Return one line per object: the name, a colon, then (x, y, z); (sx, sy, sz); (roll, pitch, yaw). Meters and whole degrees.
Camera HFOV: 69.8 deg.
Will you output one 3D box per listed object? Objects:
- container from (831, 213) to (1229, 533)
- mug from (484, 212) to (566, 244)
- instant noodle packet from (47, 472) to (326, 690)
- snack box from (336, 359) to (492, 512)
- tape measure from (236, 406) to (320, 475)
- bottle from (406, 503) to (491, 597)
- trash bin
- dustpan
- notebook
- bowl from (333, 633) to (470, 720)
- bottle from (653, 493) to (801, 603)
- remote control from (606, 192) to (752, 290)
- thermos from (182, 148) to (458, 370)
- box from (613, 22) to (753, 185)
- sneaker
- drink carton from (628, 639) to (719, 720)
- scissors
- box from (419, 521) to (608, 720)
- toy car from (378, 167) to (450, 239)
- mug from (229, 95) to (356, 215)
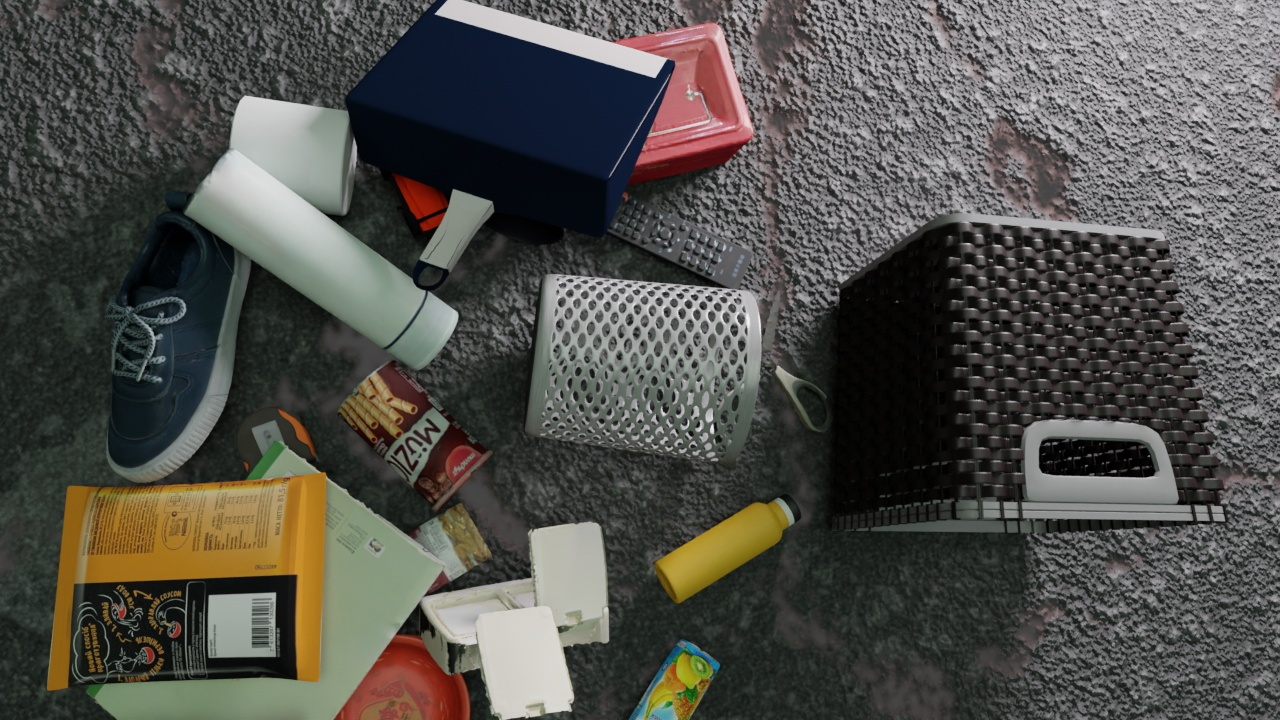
container: (0.325, 0.028, 0.831); (0.247, 0.246, 0.243); (3, 77, -12)
mug: (-0.114, -0.176, 0.851); (0.119, 0.085, 0.100); (15, 70, -4)
instant noodle packet: (-0.361, 0.175, 0.733); (0.221, 0.032, 0.159); (-3, 77, 4)
snack box: (-0.196, 0.065, 0.799); (0.121, 0.072, 0.072); (45, 75, -2)
tape measure: (-0.315, 0.069, 0.790); (0.058, 0.038, 0.059); (-19, 85, -14)
bottle: (-0.187, 0.173, 0.791); (0.105, 0.056, 0.056); (-30, 88, -14)
trash bin: (-0.005, 0.005, 0.809); (0.183, 0.157, 0.156); (7, 80, -9)
dustpan: (-0.127, -0.181, 0.790); (0.236, 0.080, 0.272); (19, 54, 9)
notebook: (-0.305, 0.217, 0.745); (0.182, 0.010, 0.252); (34, 84, 7)
bowl: (-0.210, 0.294, 0.772); (0.130, 0.045, 0.130); (2, 81, -12)
bottle: (0.084, 0.171, 0.857); (0.143, 0.043, 0.043); (-28, 88, -15)
remote control: (0.034, -0.116, 0.905); (0.150, 0.022, 0.047); (25, 77, -5)
thermos: (-0.262, -0.080, 0.774); (0.230, 0.068, 0.067); (37, 74, -25)
box: (0.016, -0.244, 0.891); (0.157, 0.087, 0.129); (-15, 84, -18)
sneaker: (-0.392, -0.019, 0.752); (0.089, 0.087, 0.235); (6, 77, 14)
drink carton: (0.021, 0.315, 0.822); (0.044, 0.039, 0.128); (36, 75, -5)
scissors: (0.124, 0.018, 0.906); (0.171, 0.013, 0.157); (41, 74, -3)
box: (-0.084, 0.186, 0.723); (0.143, 0.187, 0.105); (-4, 100, -29)
toy car: (-0.204, -0.159, 0.844); (0.051, 0.049, 0.100); (-27, 87, -15)
mug: (-0.303, -0.189, 0.815); (0.090, 0.091, 0.121); (6, 47, -11)
